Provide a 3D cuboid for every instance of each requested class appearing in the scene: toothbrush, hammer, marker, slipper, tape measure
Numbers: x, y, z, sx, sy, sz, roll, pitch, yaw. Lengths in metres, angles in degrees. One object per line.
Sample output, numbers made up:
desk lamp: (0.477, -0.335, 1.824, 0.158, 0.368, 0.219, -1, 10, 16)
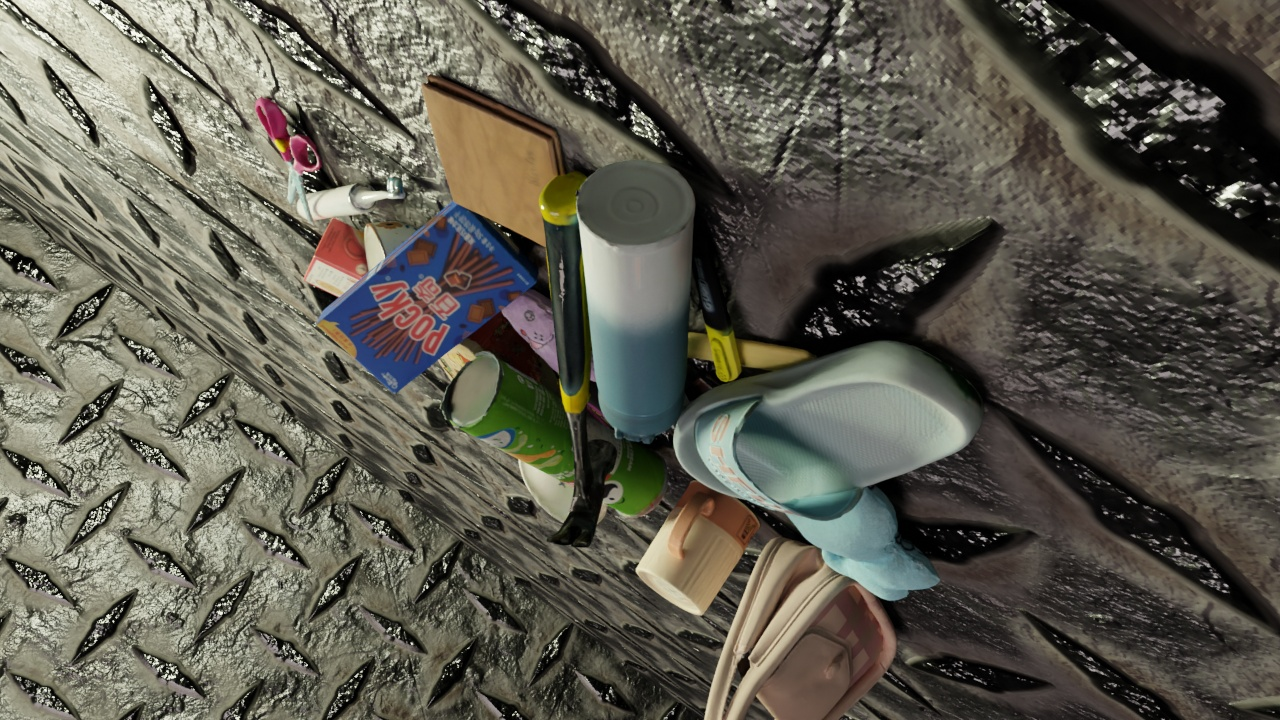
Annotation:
toothbrush: (-0.253, -0.140, 0.801, 0.221, 0.026, 0.026, 7, 104, 52)
hammer: (-0.045, 0.017, 0.653, 0.032, 0.125, 0.324, 7, 135, 7)
marker: (0.045, -0.031, 0.572, 0.018, 0.015, 0.124, 21, 146, 34)
slipper: (0.105, 0.057, 0.576, 0.104, 0.074, 0.246, 39, 150, -14)
tape measure: (-0.026, 0.033, 0.804, 0.057, 0.039, 0.058, 31, 166, 31)

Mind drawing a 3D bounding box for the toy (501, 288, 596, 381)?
toy: (-0.074, -0.020, 0.763, 0.108, 0.038, 0.084, 46, 155, -26)

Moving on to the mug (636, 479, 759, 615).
mug: (0.053, 0.176, 0.890, 0.082, 0.105, 0.115, 25, 157, 25)

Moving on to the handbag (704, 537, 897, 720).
handbag: (0.134, 0.299, 0.847, 0.093, 0.233, 0.193, 20, 154, 41)

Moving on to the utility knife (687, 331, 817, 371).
utility knife: (0.067, -0.003, 0.614, 0.173, 0.019, 0.031, 16, 155, 44)

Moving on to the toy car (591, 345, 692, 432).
toy car: (-0.004, 0.004, 0.711, 0.120, 0.036, 0.054, 49, 157, 0)

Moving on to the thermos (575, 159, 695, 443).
thermos: (-0.001, -0.025, 0.574, 0.070, 0.070, 0.221, 29, 152, 18)

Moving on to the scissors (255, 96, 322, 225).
scissors: (-0.297, -0.163, 0.803, 0.096, 0.017, 0.137, 33, 147, 23)

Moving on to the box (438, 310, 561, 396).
box: (-0.124, 0.012, 0.876, 0.091, 0.079, 0.168, 20, 148, 38)

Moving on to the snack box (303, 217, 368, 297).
snack box: (-0.253, -0.078, 0.888, 0.127, 0.044, 0.113, 27, 163, -20)

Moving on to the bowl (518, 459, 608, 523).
bowl: (-0.061, 0.107, 0.959, 0.118, 0.118, 0.065, 41, 119, -13)

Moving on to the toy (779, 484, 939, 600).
toy: (0.161, 0.130, 0.704, 0.156, 0.049, 0.162, 31, 156, 1)

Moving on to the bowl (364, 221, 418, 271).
bowl: (-0.192, -0.066, 0.788, 0.114, 0.062, 0.113, 167, 90, -68)

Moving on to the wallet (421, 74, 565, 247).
wallet: (-0.090, -0.124, 0.599, 0.101, 0.020, 0.115, 27, 155, 19)

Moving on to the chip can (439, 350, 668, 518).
chip can: (-0.070, 0.072, 0.833, 0.072, 0.072, 0.236, 13, 164, 45)

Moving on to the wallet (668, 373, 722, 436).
wallet: (0.067, 0.057, 0.741, 0.096, 0.020, 0.122, 37, 157, -3)

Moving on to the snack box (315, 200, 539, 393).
snack box: (-0.165, -0.049, 0.711, 0.084, 0.157, 0.026, 46, -162, -25)
